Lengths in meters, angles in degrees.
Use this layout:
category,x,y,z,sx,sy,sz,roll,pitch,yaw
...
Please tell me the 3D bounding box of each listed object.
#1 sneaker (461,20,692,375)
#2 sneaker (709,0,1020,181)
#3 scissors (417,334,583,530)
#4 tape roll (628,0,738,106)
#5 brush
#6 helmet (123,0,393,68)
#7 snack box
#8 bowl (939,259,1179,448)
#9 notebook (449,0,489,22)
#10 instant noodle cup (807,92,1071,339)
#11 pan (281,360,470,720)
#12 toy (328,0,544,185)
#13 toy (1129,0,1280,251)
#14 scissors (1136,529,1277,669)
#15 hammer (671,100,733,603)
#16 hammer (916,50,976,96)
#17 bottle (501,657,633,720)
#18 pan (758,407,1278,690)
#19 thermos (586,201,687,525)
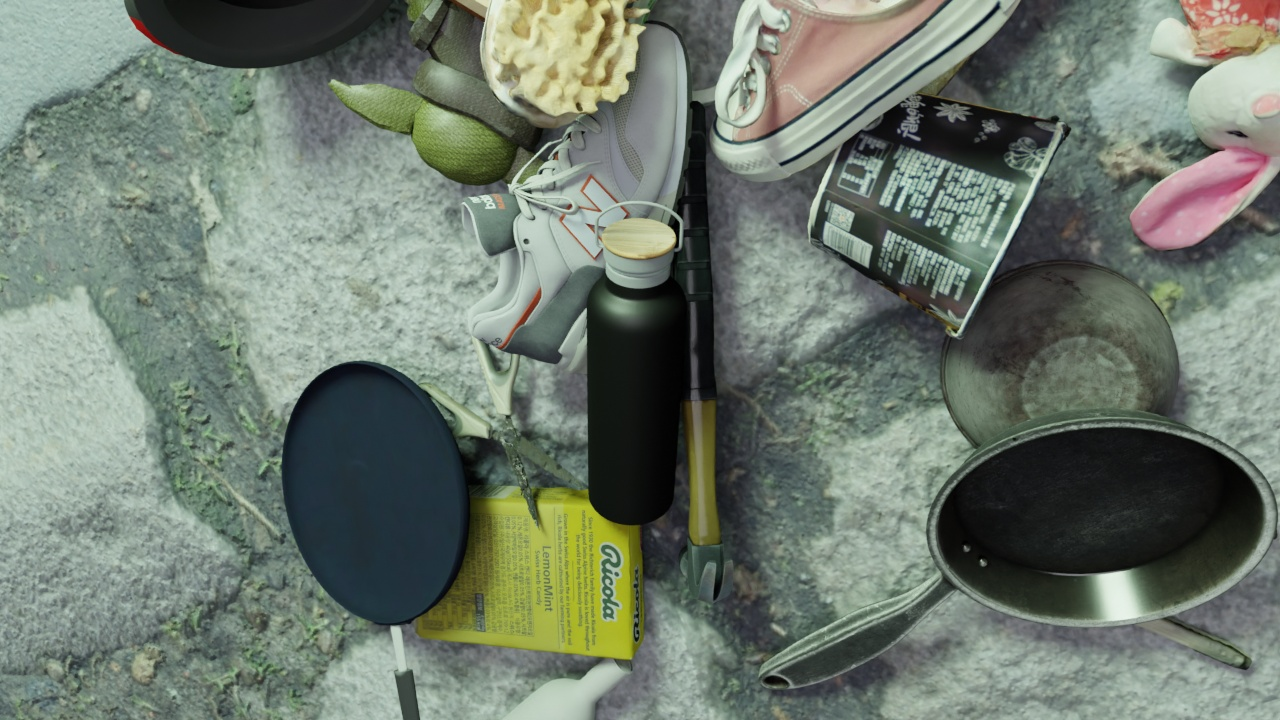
category,x,y,z,sx,sy,sz,roll,pitch,yaw
sneaker,-0.049,-0.097,0.585,0.124,0.089,0.240,0,112,-24
sneaker,0.092,-0.173,0.504,0.088,0.242,0.118,35,69,-17
scissors,-0.109,0.040,0.676,0.158,0.012,0.168,3,88,27
tape roll,0.038,-0.218,0.612,0.094,0.018,0.094,2,100,12
brush,-0.024,-0.264,0.515,0.083,0.057,0.271,17,87,-26
helmet,-0.216,-0.318,0.575,0.265,0.164,0.169,-24,66,17
snack box,-0.088,0.156,0.696,0.181,0.045,0.121,0,98,15
bowl,0.267,0.012,0.577,0.145,0.067,0.145,2,101,12
notebook,-0.058,-0.309,0.539,0.167,0.024,0.225,24,84,-28
instant noodle cup,0.172,-0.097,0.549,0.112,0.137,0.137,27,105,16
pan,-0.187,0.176,0.692,0.199,0.021,0.356,-11,88,34
toy,-0.098,-0.192,0.614,0.179,0.078,0.153,24,107,-17
toy,0.350,-0.169,0.518,0.159,0.084,0.194,-10,99,42
scissors,0.329,0.146,0.615,0.195,0.015,0.179,-37,90,17
hammer,0.037,-0.002,0.615,0.025,0.118,0.333,-3,94,-5
hammer,0.108,-0.298,0.509,0.300,0.037,0.158,33,107,-21
bottle,-0.080,0.291,0.714,0.052,0.052,0.195,46,106,1
pan,0.214,0.141,0.598,0.187,0.055,0.358,40,128,-20
thermos,-0.003,0.004,0.581,0.061,0.061,0.232,10,128,11
